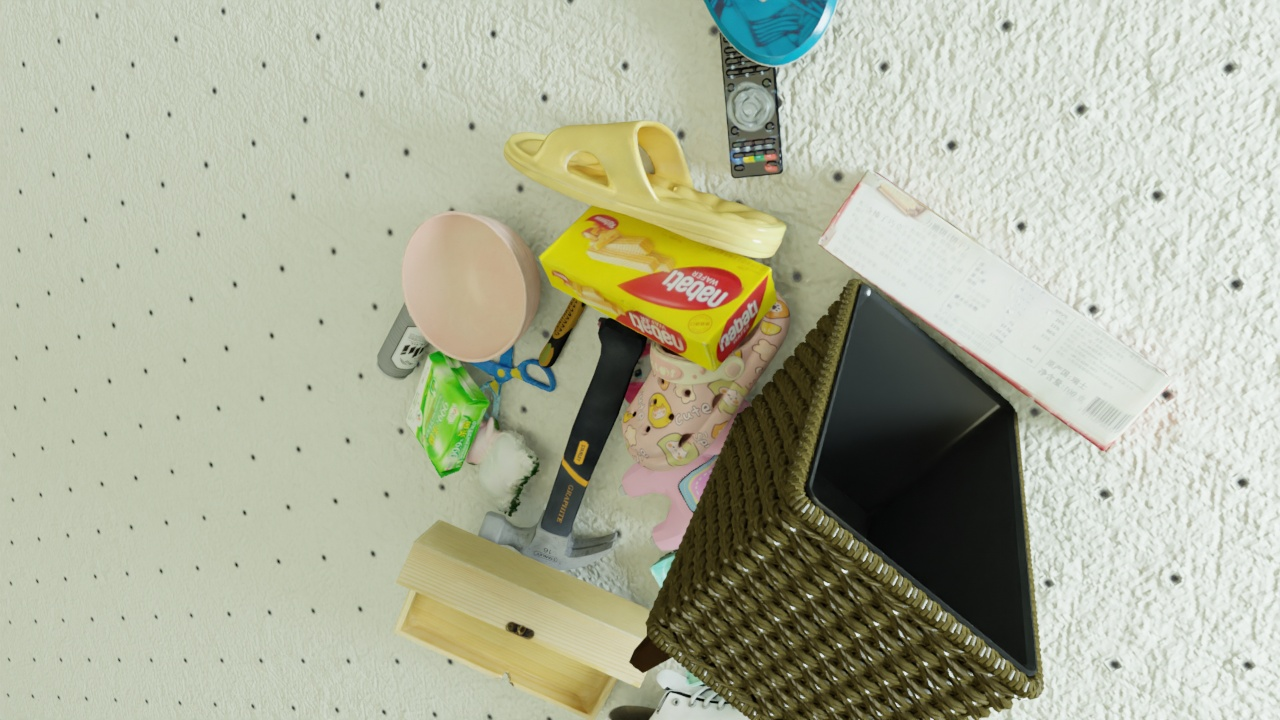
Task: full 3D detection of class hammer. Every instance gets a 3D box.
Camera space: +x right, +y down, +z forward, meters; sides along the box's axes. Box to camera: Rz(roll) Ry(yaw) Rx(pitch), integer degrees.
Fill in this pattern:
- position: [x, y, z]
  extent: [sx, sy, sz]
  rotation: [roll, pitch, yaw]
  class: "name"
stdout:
- position: [-0.064, 0.090, 0.906]
  extent: [0.139, 0.035, 0.313]
  rotation: [19, 124, -1]
  class: "hammer"

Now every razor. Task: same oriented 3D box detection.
- position: [-0.069, -0.050, 0.918]
  extent: [0.044, 0.021, 0.144]
  rotation: [48, 121, 30]
  class: "razor"

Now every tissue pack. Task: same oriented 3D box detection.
- position: [-0.213, 0.055, 1.001]
  extent: [0.099, 0.034, 0.114]
  rotation: [47, 125, 35]
  class: "tissue pack"

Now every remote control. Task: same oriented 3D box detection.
- position: [0.094, -0.227, 0.777]
  extent: [0.045, 0.021, 0.140]
  rotation: [-1, 102, 22]
  class: "remote control"

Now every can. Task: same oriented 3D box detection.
- position: [-0.254, -0.028, 1.014]
  extent: [0.044, 0.043, 0.107]
  rotation: [42, 120, 12]
  class: "can"

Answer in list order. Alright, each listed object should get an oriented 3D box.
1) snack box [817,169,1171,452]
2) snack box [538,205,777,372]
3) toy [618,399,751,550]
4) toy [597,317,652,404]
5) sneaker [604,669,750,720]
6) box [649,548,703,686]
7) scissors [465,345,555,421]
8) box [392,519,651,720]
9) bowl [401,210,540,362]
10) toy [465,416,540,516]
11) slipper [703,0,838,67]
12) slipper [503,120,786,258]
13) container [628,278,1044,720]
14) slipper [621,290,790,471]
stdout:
- position: [0.270, -0.043, 0.722]
  extent: [0.273, 0.044, 0.077]
  rotation: [38, 113, 14]
  class: "snack box"
- position: [0.012, -0.072, 0.801]
  extent: [0.201, 0.092, 0.042]
  rotation: [30, 156, 33]
  class: "snack box"
- position: [0.058, 0.104, 0.867]
  extent: [0.158, 0.067, 0.123]
  rotation: [-34, 88, 28]
  class: "toy"
- position: [-0.005, 0.005, 0.886]
  extent: [0.066, 0.050, 0.102]
  rotation: [-5, 107, 25]
  class: "toy"
- position: [0.060, 0.355, 0.931]
  extent: [0.246, 0.091, 0.097]
  rotation: [-31, 73, 33]
  class: "sneaker"
- position: [0.104, 0.225, 0.884]
  extent: [0.187, 0.055, 0.138]
  rotation: [-30, 72, 32]
  class: "box"
- position: [-0.146, 0.015, 0.986]
  extent: [0.125, 0.013, 0.127]
  rotation: [23, 111, 21]
  class: "scissors"
- position: [-0.123, 0.267, 0.952]
  extent: [0.247, 0.118, 0.253]
  rotation: [25, 141, -1]
  class: "box"
- position: [-0.159, -0.079, 0.928]
  extent: [0.153, 0.076, 0.153]
  rotation: [8, 108, 26]
  class: "bowl"
- position: [-0.155, 0.104, 0.999]
  extent: [0.109, 0.041, 0.096]
  rotation: [44, 122, 17]
  class: "toy"
- position: [0.059, -0.373, 0.726]
  extent: [0.118, 0.060, 0.295]
  rotation: [-35, 82, 18]
  class: "slipper"
- position: [0.008, -0.167, 0.801]
  extent: [0.263, 0.099, 0.078]
  rotation: [25, 113, 16]
  class: "slipper"
- position: [0.137, 0.118, 0.663]
  extent: [0.176, 0.320, 0.206]
  rotation: [39, 122, -3]
  class: "container"
- position: [0.047, 0.009, 0.801]
  extent: [0.197, 0.081, 0.093]
  rotation: [-49, 39, 9]
  class: "slipper"
